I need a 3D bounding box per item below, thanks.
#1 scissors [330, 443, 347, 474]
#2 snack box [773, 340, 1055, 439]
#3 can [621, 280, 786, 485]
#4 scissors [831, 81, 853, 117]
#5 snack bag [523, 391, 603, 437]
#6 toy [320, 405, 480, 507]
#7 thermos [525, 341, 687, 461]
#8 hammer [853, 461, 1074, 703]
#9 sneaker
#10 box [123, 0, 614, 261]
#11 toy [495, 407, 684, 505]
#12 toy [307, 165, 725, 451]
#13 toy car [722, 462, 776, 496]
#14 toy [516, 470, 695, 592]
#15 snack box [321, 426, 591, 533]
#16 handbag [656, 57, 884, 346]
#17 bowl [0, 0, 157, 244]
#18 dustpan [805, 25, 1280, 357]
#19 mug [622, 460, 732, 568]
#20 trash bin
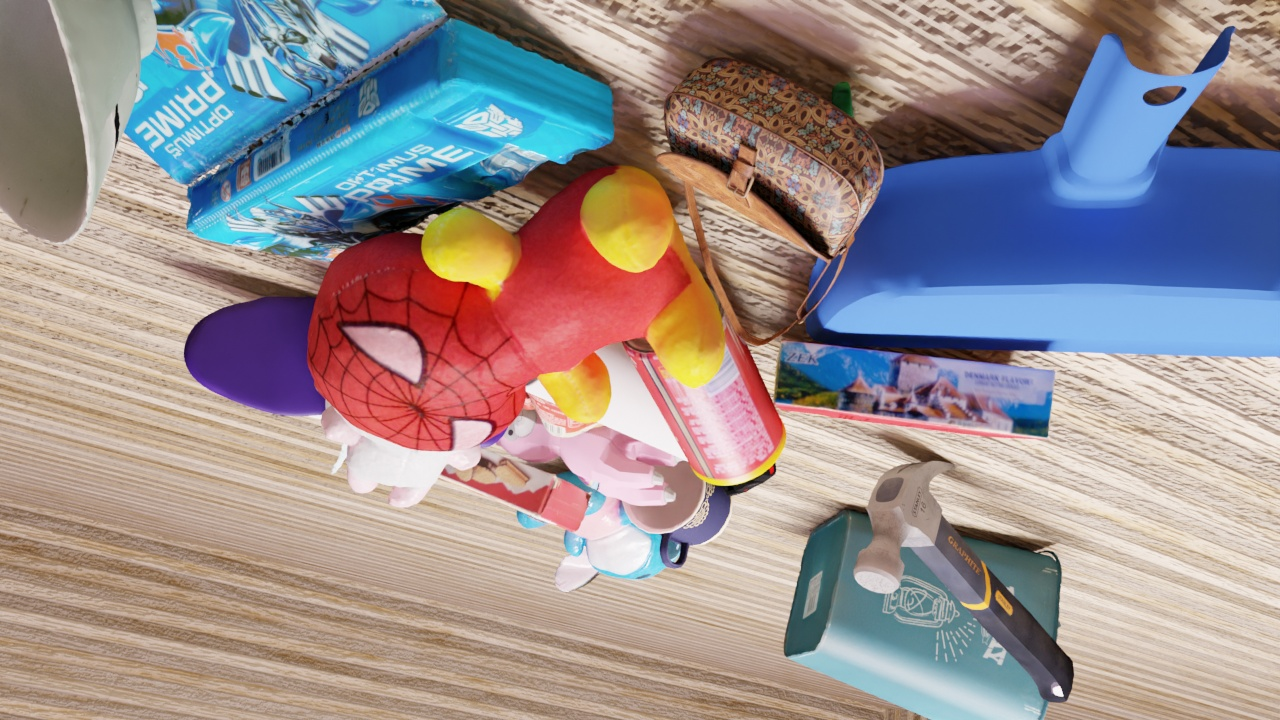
[{"bbox_3d":[-0.261,0.053,0.820,0.083,0.016,0.135,23,114,-25],"label":"scissors"},{"bbox_3d":[0.155,0.020,0.552,0.145,0.040,0.142,7,178,11],"label":"snack box"},{"bbox_3d":[0.041,0.015,0.566,0.067,0.066,0.124,-3,133,31],"label":"can"},{"bbox_3d":[0.084,-0.086,0.428,0.131,0.012,0.108,26,154,-33],"label":"scissors"},{"bbox_3d":[-0.063,0.010,0.696,0.087,0.044,0.155,12,153,7],"label":"snack bag"},{"bbox_3d":[-0.160,0.033,0.646,0.138,0.101,0.180,13,124,-21],"label":"toy"},{"bbox_3d":[-0.004,0.004,0.617,0.229,0.068,0.101,25,128,-35],"label":"thermos"},{"bbox_3d":[0.291,0.205,0.785,0.035,0.139,0.312,-14,129,47],"label":"hammer"},{"bbox_3d":[-0.232,0.018,0.737,0.244,0.091,0.111,18,163,-23],"label":"sneaker"},{"bbox_3d":[-0.155,-0.109,0.424,0.244,0.060,0.175,-11,149,41],"label":"box"},{"bbox_3d":[-0.046,0.077,0.810,0.158,0.067,0.123,10,160,15],"label":"toy"},{"bbox_3d":[-0.072,-0.022,0.475,0.216,0.098,0.147,-16,125,15],"label":"toy"},{"bbox_3d":[0.095,0.093,0.813,0.036,0.042,0.092,-10,164,-18],"label":"toy car"},{"bbox_3d":[-0.044,0.188,1.026,0.191,0.098,0.225,33,136,-32],"label":"toy"},{"bbox_3d":[-0.176,0.095,0.850,0.273,0.044,0.076,15,166,29],"label":"snack box"},{"bbox_3d":[0.051,-0.051,0.435,0.093,0.043,0.196,33,160,16],"label":"handbag"},{"bbox_3d":[-0.237,-0.139,0.368,0.174,0.067,0.174,19,123,32],"label":"bowl"},{"bbox_3d":[0.179,-0.049,0.368,0.246,0.059,0.257,2,174,16],"label":"dustpan"},{"bbox_3d":[0.041,0.144,0.870,0.086,0.111,0.089,-8,154,28],"label":"mug"},{"bbox_3d":[0.286,0.271,0.972,0.218,0.196,0.199,18,157,-1],"label":"trash bin"}]
